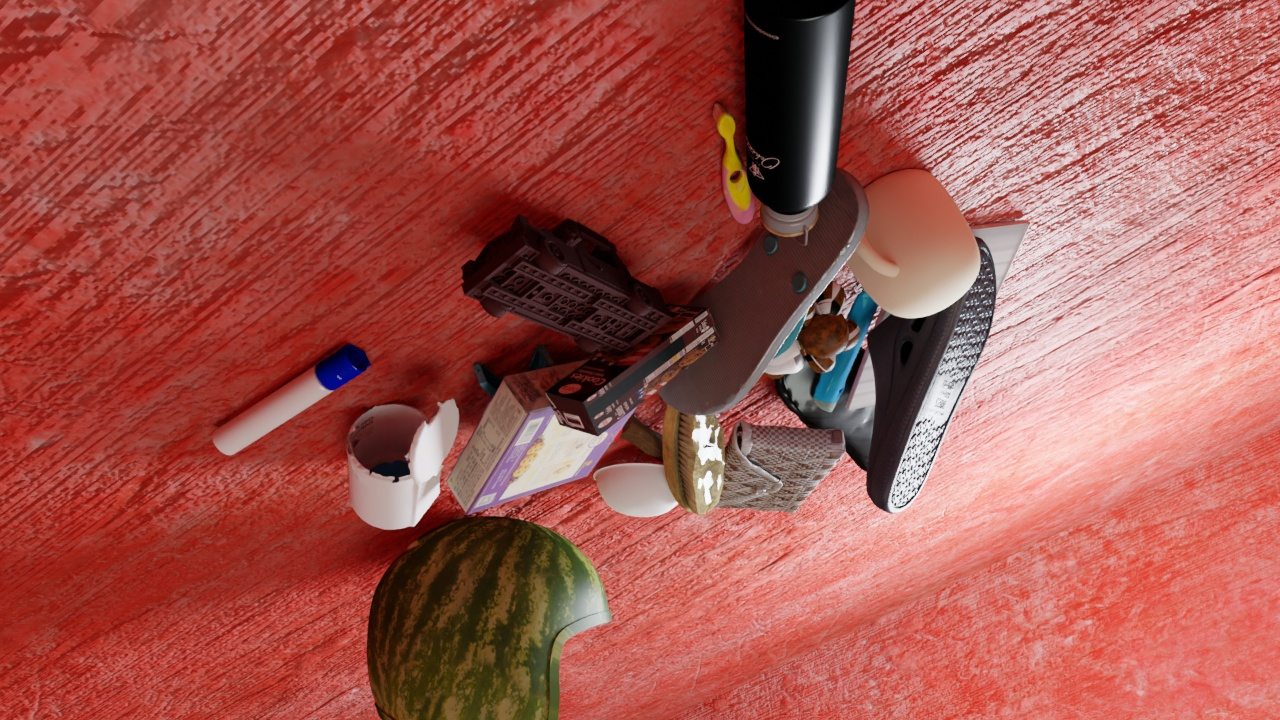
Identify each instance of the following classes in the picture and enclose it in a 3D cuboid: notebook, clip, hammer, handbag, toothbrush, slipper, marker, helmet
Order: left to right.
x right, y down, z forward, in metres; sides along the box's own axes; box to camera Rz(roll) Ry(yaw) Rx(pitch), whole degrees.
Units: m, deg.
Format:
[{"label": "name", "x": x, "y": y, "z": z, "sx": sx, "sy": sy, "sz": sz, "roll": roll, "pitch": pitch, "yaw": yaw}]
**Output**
[{"label": "marker", "x": -0.263, "y": 0.031, "z": 0.690, "sx": 0.133, "sy": 0.023, "sz": 0.027, "roll": -30, "pitch": 173, "yaw": 14}, {"label": "helmet", "x": -0.166, "y": 0.286, "z": 0.979, "sx": 0.243, "sy": 0.246, "sz": 0.214, "roll": 27, "pitch": 160, "yaw": -4}, {"label": "clip", "x": -0.121, "y": 0.038, "z": 0.803, "sx": 0.113, "sy": 0.028, "sz": 0.127, "roll": -19, "pitch": 152, "yaw": -2}, {"label": "hammer", "x": 0.048, "y": 0.114, "z": 1.053, "sx": 0.115, "sy": 0.033, "sz": 0.323, "roll": -28, "pitch": 151, "yaw": 14}, {"label": "toothbrush", "x": 0.066, "y": -0.135, "z": 0.649, "sx": 0.021, "sy": 0.016, "sz": 0.135, "roll": -26, "pitch": 154, "yaw": 2}, {"label": "handbag", "x": 0.142, "y": 0.128, "z": 1.028, "sx": 0.124, "sy": 0.047, "sz": 0.186, "roll": 3, "pitch": 149, "yaw": -8}, {"label": "slipper", "x": 0.104, "y": -0.041, "z": 0.752, "sx": 0.054, "sy": 0.098, "sz": 0.270, "roll": 2, "pitch": 142, "yaw": -36}, {"label": "slipper", "x": 0.227, "y": 0.045, "z": 1.022, "sx": 0.113, "sy": 0.075, "sz": 0.267, "roll": -40, "pitch": 134, "yaw": 13}, {"label": "slipper", "x": 0.260, "y": 0.010, "z": 0.874, "sx": 0.110, "sy": 0.083, "sz": 0.268, "roll": 12, "pitch": 99, "yaw": -51}, {"label": "notebook", "x": 0.293, "y": -0.042, "z": 0.915, "sx": 0.142, "sy": 0.009, "sz": 0.210, "roll": -9, "pitch": 132, "yaw": -22}]

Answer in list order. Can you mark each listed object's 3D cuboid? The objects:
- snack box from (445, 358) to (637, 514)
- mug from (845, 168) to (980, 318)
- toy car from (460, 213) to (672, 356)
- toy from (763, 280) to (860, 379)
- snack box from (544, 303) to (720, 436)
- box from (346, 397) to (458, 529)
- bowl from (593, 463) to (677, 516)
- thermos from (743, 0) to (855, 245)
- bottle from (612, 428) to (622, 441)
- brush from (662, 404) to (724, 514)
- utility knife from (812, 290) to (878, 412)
[{"label": "snack box", "x": -0.079, "y": 0.063, "z": 0.804, "sx": 0.147, "sy": 0.040, "sz": 0.144, "roll": -12, "pitch": 146, "yaw": -45}, {"label": "mug", "x": 0.213, "y": -0.088, "z": 0.744, "sx": 0.120, "sy": 0.099, "sz": 0.096, "roll": 2, "pitch": 144, "yaw": -38}, {"label": "toy car", "x": -0.051, "y": -0.056, "z": 0.649, "sx": 0.070, "sy": 0.061, "sz": 0.169, "roll": -35, "pitch": 149, "yaw": 22}, {"label": "toy", "x": 0.142, "y": -0.020, "z": 0.857, "sx": 0.113, "sy": 0.067, "sz": 0.087, "roll": -13, "pitch": 127, "yaw": 24}, {"label": "snack box", "x": -0.004, "y": 0.004, "z": 0.734, "sx": 0.140, "sy": 0.051, "sz": 0.032, "roll": -37, "pitch": 119, "yaw": -30}, {"label": "box", "x": -0.196, "y": 0.076, "z": 0.756, "sx": 0.083, "sy": 0.092, "sz": 0.166, "roll": -52, "pitch": 168, "yaw": -35}, {"label": "bowl", "x": 0.001, "y": 0.152, "z": 1.030, "sx": 0.110, "sy": 0.040, "sz": 0.110, "roll": 2, "pitch": 156, "yaw": 1}, {"label": "thermos", "x": 0.099, "y": -0.151, "z": 0.592, "sx": 0.061, "sy": 0.061, "sz": 0.231, "roll": -21, "pitch": 152, "yaw": -4}, {"label": "bottle", "x": -0.064, "y": 0.091, "z": 0.924, "sx": 0.036, "sy": 0.036, "sz": 0.119, "roll": 5, "pitch": 142, "yaw": -42}, {"label": "brush", "x": 0.057, "y": 0.093, "z": 0.955, "sx": 0.059, "sy": 0.043, "sz": 0.196, "roll": -36, "pitch": 140, "yaw": -30}, {"label": "utility knife", "x": 0.208, "y": -0.028, "z": 0.889, "sx": 0.031, "sy": 0.015, "sz": 0.206, "roll": 6, "pitch": 129, "yaw": -14}]
